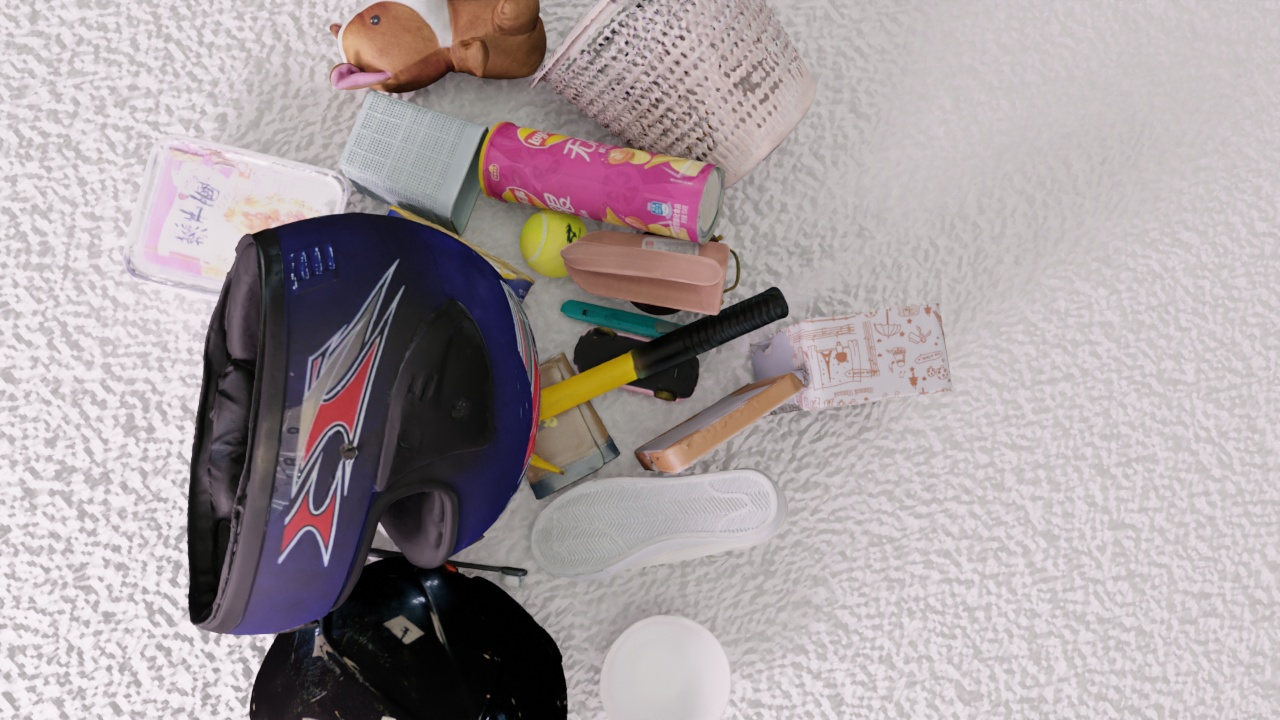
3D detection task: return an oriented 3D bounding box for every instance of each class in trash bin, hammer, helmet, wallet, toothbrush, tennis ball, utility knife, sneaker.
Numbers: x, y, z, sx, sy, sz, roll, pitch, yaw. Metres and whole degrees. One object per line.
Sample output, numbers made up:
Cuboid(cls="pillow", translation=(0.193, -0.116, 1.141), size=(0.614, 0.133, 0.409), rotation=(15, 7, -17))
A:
Cuboid(cls="trash bin", translation=(0.043, -0.264, 0.830), size=(0.192, 0.228, 0.227), rotation=(44, 81, -15))
Cuboid(cls="hammer", translation=(-0.005, 0.005, 0.842), size=(0.300, 0.033, 0.128), rotation=(-24, 84, -4))
Cuboid(cls="helmet", translation=(-0.200, 0.048, 0.709), size=(0.240, 0.248, 0.315), rotation=(9, 84, -33))
Cuboid(cls="wallet", translation=(-0.083, 0.061, 0.865), size=(0.090, 0.033, 0.115), rotation=(-28, 86, -8))
Cuboid(cls="toothbrush", translation=(-0.195, 0.188, 0.848), size=(0.181, 0.015, 0.018), rotation=(11, 93, -7))
Cuboid(cls="helmet", translation=(-0.196, 0.281, 0.744), size=(0.275, 0.230, 0.233), rotation=(30, 80, 16))
Cuboid(cls="tennis ball", translation=(-0.080, -0.111, 0.861), size=(0.065, 0.065, 0.065), rotation=(1, 85, -7))
Cuboid(cls="utility knife", translation=(-0.003, -0.035, 0.887), size=(0.151, 0.013, 0.029), rotation=(12, 44, -6))
Cuboid(cls="sneaker", translation=(0.019, 0.148, 0.844), size=(0.243, 0.090, 0.089), rotation=(-13, 73, 17))

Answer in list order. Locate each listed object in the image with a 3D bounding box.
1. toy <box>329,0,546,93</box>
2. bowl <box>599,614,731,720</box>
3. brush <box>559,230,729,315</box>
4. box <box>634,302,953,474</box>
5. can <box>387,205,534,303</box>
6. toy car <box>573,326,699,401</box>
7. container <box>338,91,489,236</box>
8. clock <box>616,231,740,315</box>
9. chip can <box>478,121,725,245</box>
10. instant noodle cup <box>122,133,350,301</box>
Cuboid(cls="toy", translation=(-0.188, -0.304, 0.839), size=(0.199, 0.140, 0.131), rotation=(-15, 127, -1))
Cuboid(cls="bowl", translation=(0.019, 0.288, 0.841), size=(0.118, 0.065, 0.118), rotation=(1, 85, -7))
Cuboid(cls="brush", translation=(0.003, -0.082, 0.809), size=(0.146, 0.073, 0.063), rotation=(9, 88, 8))
Cuboid(cls="box", translation=(0.122, 0.028, 0.819), size=(0.260, 0.179, 0.105), rotation=(-10, 86, -8))
Cuboid(cls="can", translation=(-0.174, -0.086, 0.844), size=(0.148, 0.075, 0.049), rotation=(27, 85, -5))
Cuboid(cls="toy car", translation=(-0.004, 0.004, 0.877), size=(0.122, 0.037, 0.056), rotation=(14, 80, 0))
Cuboid(cls="container", translation=(-0.205, -0.182, 0.841), size=(0.111, 0.090, 0.090), rotation=(21, 82, -3))
Cuboid(cls="clock", translation=(0.035, -0.087, 0.879), size=(0.122, 0.055, 0.082), rotation=(1, 85, -4))
Cuboid(cls="chip can", translation=(-0.035, -0.157, 0.807), size=(0.211, 0.071, 0.071), rotation=(15, 83, 19))
Cuboid(cls="instant noodle cup", translation=(-0.357, -0.116, 0.830), size=(0.173, 0.060, 0.138), rotation=(12, 84, -5))
